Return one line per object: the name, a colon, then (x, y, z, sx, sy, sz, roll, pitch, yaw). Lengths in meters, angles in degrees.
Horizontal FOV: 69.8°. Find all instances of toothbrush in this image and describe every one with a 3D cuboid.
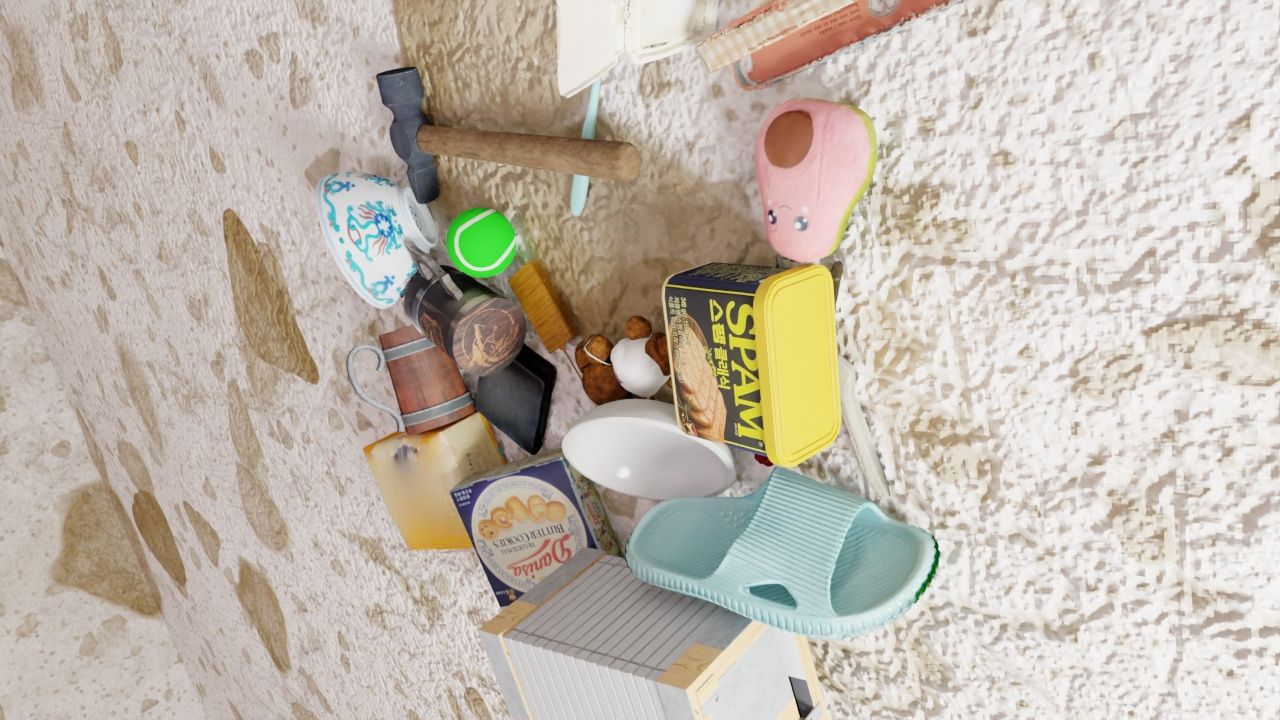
toothbrush: (-0.039, -0.194, 0.745, 0.016, 0.016, 0.181, 36, 134, 23)

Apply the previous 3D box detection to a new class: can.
can: (0.080, -0.002, 0.671, 0.104, 0.075, 0.135, 12, 116, 47)

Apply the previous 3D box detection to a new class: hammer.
hammer: (-0.121, -0.185, 0.804, 0.322, 0.040, 0.129, 17, 127, 41)

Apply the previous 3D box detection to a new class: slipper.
slipper: (0.091, 0.143, 0.718, 0.277, 0.115, 0.069, 1, 138, 41)

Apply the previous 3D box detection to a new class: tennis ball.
tennis ball: (-0.149, -0.111, 0.861, 0.065, 0.065, 0.065, 23, 126, 35)

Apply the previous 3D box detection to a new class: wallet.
wallet: (-0.131, 0.034, 0.953, 0.089, 0.026, 0.115, 34, 132, 25)

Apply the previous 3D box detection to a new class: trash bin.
trash bin: (0.009, 0.275, 0.797, 0.247, 0.142, 0.142, -2, 111, 44)

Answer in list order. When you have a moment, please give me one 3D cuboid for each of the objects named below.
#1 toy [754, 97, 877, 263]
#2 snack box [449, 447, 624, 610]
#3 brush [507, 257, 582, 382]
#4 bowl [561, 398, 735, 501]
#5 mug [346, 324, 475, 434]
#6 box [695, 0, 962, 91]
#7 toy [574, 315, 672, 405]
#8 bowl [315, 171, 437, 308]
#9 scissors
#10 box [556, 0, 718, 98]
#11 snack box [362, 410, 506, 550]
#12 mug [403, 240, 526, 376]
toy: (0.114, -0.117, 0.609, 0.090, 0.051, 0.110, 22, 126, 37)
snack box: (-0.106, 0.175, 0.955, 0.145, 0.042, 0.145, -19, 98, 24)
brush: (-0.080, -0.033, 0.871, 0.049, 0.017, 0.126, -32, 88, 48)
bowl: (0.010, 0.071, 0.788, 0.149, 0.043, 0.150, 9, 148, 6)
mug: (-0.252, 0.021, 1.001, 0.082, 0.117, 0.111, -3, 107, 65)
box: (0.115, -0.210, 0.558, 0.067, 0.056, 0.188, 42, 148, -28)
toy: (-0.005, 0.005, 0.790, 0.113, 0.067, 0.087, -29, 108, 32)
bowl: (-0.254, -0.133, 0.929, 0.074, 0.143, 0.144, -21, 98, 8)
scissors: (0.135, 0.025, 0.694, 0.179, 0.015, 0.199, 47, 136, 17)
box: (0.002, -0.244, 0.552, 0.080, 0.179, 0.144, 28, 136, 30)
snack box: (-0.237, 0.147, 1.076, 0.196, 0.080, 0.145, -14, 101, 47)
mug: (-0.180, -0.055, 0.892, 0.107, 0.079, 0.116, 32, 152, 43)
